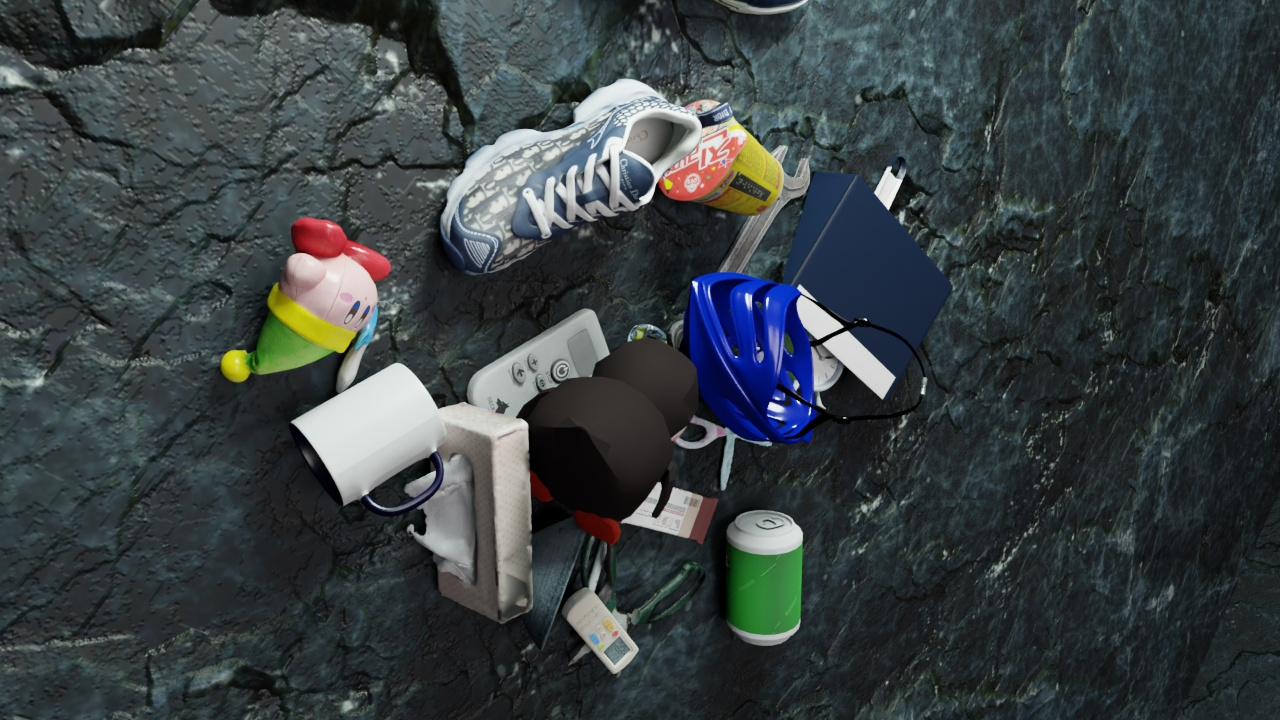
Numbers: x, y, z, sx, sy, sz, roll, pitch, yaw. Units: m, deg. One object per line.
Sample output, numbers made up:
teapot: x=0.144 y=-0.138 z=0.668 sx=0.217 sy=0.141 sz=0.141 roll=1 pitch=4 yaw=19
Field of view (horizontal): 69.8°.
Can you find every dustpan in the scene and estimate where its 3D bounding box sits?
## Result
dustpan: x=0.274 y=-0.128 z=1.100 sx=0.236 sy=0.080 sz=0.273 roll=36 pitch=82 yaw=-36

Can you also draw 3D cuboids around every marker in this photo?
marker: x=-0.047 y=0.221 z=0.967 sx=0.011 sy=0.011 sz=0.152 roll=17 pitch=90 yaw=-40

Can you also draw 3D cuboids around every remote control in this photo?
remote control: x=-0.041 y=0.283 z=0.956 sx=0.038 sy=0.018 sz=0.126 roll=-41 pitch=129 yaw=-15
remote control: x=-0.093 y=0.016 z=0.874 sx=0.150 sy=0.019 sz=0.074 roll=-33 pitch=120 yaw=-27

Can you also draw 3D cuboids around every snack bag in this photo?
snack bag: x=0.030 y=0.164 z=1.005 sx=0.157 sy=0.013 sz=0.057 roll=24 pitch=84 yaw=-46

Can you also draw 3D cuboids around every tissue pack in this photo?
tissue pack: x=-0.151 y=0.136 z=0.812 sx=0.071 sy=0.104 sz=0.181 roll=-22 pitch=117 yaw=-49

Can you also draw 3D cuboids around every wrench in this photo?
wrench: x=0.110 y=-0.119 z=1.007 sx=0.070 sy=0.010 sz=0.273 roll=40 pitch=76 yaw=-37

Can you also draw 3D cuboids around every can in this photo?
can: x=0.144 y=0.254 z=1.076 sx=0.087 sy=0.088 sz=0.140 roll=-12 pitch=108 yaw=-36

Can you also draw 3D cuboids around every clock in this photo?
clock: x=0.205 y=-0.012 z=1.087 sx=0.094 sy=0.043 sz=0.119 roll=27 pitch=84 yaw=-40

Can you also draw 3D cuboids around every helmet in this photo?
helmet: x=0.161 y=-0.002 z=0.926 sx=0.241 sy=0.228 sz=0.147 roll=56 pitch=43 yaw=-41

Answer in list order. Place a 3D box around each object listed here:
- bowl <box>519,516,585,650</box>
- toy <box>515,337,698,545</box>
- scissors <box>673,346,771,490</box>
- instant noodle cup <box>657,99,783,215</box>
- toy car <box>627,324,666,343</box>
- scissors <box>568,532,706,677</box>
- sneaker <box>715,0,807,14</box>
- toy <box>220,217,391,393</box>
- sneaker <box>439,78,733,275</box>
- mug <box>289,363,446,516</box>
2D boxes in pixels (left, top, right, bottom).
bowl: x=-0.096 y=0.202 z=0.881 sx=0.057 sy=0.137 sz=0.137 roll=20 pitch=88 yaw=0
toy: x=-0.014 y=0.047 z=0.842 sx=0.183 sy=0.159 sz=0.140 roll=-49 pitch=164 yaw=-35
scissors: x=0.097 y=0.066 z=1.041 sx=0.176 sy=0.013 sz=0.170 roll=5 pitch=100 yaw=-40
instant noodle cup: x=0.085 y=-0.193 z=0.923 sx=0.112 sy=0.100 sz=0.100 roll=14 pitch=92 yaw=-50
toy car: x=-0.006 y=0.005 z=0.933 sx=0.038 sy=0.027 sz=0.090 roll=20 pitch=97 yaw=-31
scissors: x=0.000 y=0.249 z=0.998 sx=0.205 sy=0.015 sz=0.202 roll=-20 pitch=120 yaw=-37
sneaker: x=0.084 y=-0.389 z=0.847 sx=0.293 sy=0.127 sz=0.121 roll=0 pitch=100 yaw=-40
toy: x=-0.257 y=-0.036 z=0.712 sx=0.124 sy=0.097 sz=0.131 roll=50 pitch=54 yaw=-77
sneaker: x=-0.046 y=-0.158 z=0.795 sx=0.268 sy=0.132 sz=0.103 roll=-38 pitch=124 yaw=-23
mug: x=-0.210 y=0.072 z=0.744 sx=0.096 sy=0.079 sz=0.112 roll=-33 pitch=81 yaw=-28
